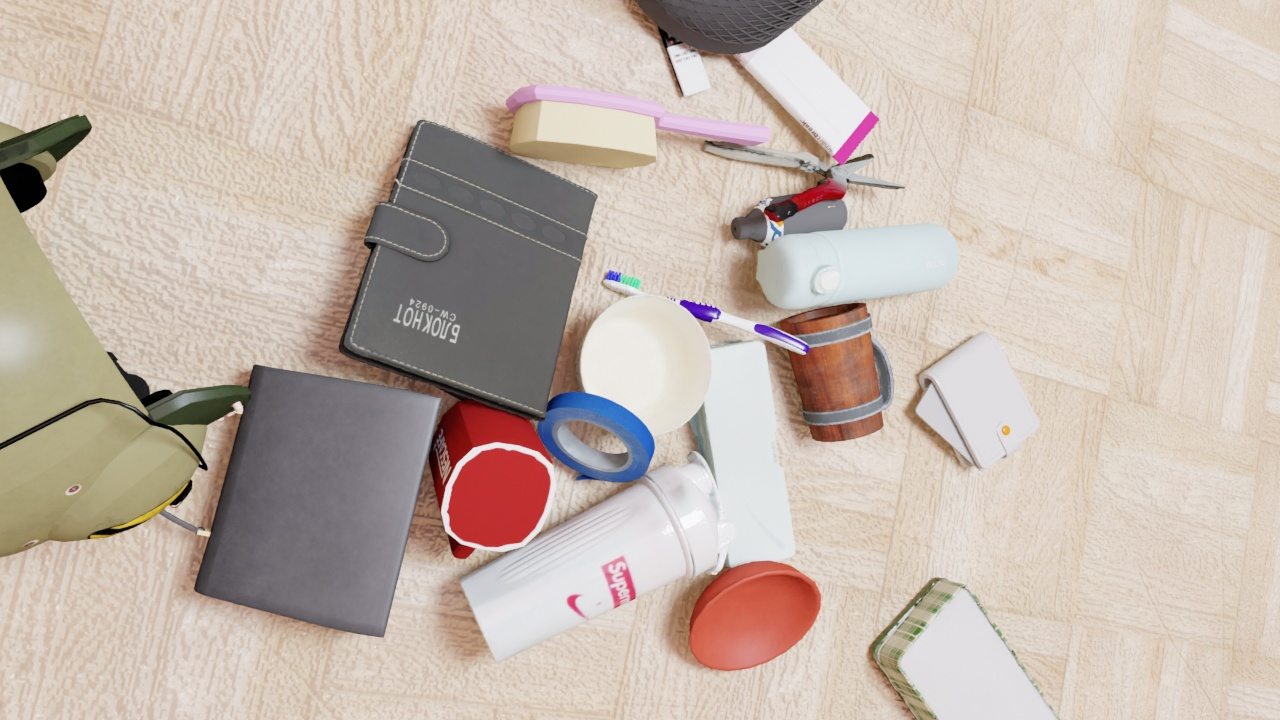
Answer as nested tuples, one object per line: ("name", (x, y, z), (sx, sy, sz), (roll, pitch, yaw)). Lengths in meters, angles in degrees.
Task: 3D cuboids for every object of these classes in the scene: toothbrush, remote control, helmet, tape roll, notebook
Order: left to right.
("helmet", (-0.374, 0.000, 0.509), (0.232, 0.256, 0.250), (-31, 99, -23))
("notebook", (-0.128, -0.074, 0.712), (0.169, 0.030, 0.208), (21, 62, -22))
("tape roll", (-0.035, 0.062, 0.731), (0.093, 0.091, 0.016), (59, 40, -35))
("remote control", (0.028, -0.296, 0.814), (0.028, 0.012, 0.124), (-23, 97, -20))
("toothbrush", (0.058, -0.041, 0.791), (0.186, 0.015, 0.016), (18, 79, -1))

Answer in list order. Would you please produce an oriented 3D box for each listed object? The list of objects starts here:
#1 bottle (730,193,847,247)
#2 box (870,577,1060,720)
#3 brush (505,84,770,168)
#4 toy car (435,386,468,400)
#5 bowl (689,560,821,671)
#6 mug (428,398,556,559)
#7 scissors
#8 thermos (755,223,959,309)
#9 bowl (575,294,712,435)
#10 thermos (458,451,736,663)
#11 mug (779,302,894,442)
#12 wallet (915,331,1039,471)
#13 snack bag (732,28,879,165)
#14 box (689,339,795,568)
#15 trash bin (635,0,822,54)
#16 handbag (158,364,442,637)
("bottle", (0.135, -0.127, 0.834), (0.112, 0.047, 0.047), (-12, 93, -22))
("box", (0.322, 0.323, 0.900), (0.117, 0.050, 0.205), (-42, 104, -20))
("brush", (0.003, -0.186, 0.762), (0.228, 0.089, 0.043), (3, 92, -21))
("toy car", (-0.130, -0.014, 0.733), (0.040, 0.037, 0.092), (30, 79, -18))
("bowl", (0.095, 0.216, 0.799), (0.122, 0.035, 0.122), (-10, 126, -14))
("mug", (-0.120, 0.098, 0.697), (0.080, 0.096, 0.116), (16, 102, -22))
("scissors", (0.145, -0.169, 0.830), (0.179, 0.015, 0.198), (26, 41, 9))
("thermos", (0.197, -0.086, 0.827), (0.206, 0.078, 0.065), (-9, 113, -33))
("bowl", (-0.005, 0.004, 0.769), (0.115, 0.062, 0.115), (0, 89, -21))
("thermos", (-0.031, 0.163, 0.744), (0.220, 0.099, 0.099), (-24, 98, -15))
("mug", (0.190, 0.006, 0.843), (0.117, 0.082, 0.111), (-20, 100, -39))
("wallet", (0.327, 0.050, 0.912), (0.115, 0.037, 0.118), (-31, 97, -19))
("snack bag", (0.135, -0.269, 0.843), (0.196, 0.016, 0.070), (42, 71, -8))
("box", (0.086, 0.083, 0.812), (0.083, 0.067, 0.199), (-15, 96, -40))
("trash bin", (0.103, -0.380, 0.716), (0.217, 0.228, 0.217), (4, 80, -20))
("handbag", (-0.265, 0.091, 0.667), (0.195, 0.072, 0.175), (14, 84, -16))
